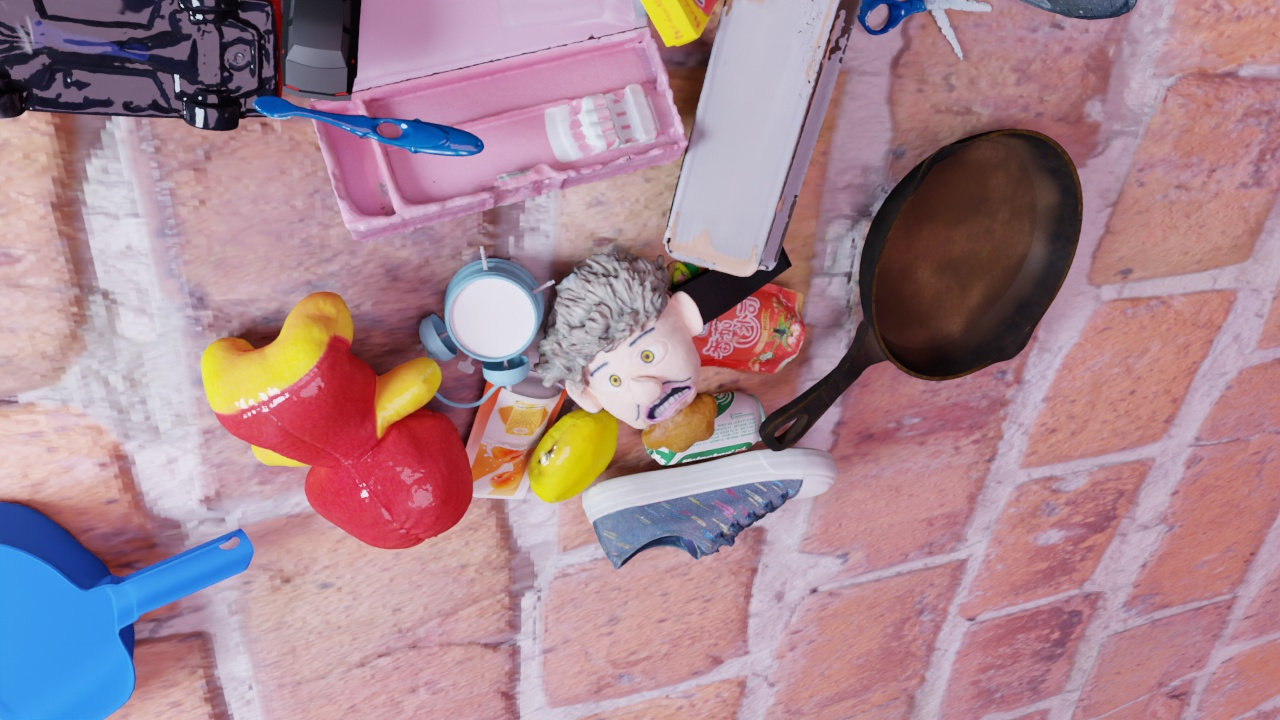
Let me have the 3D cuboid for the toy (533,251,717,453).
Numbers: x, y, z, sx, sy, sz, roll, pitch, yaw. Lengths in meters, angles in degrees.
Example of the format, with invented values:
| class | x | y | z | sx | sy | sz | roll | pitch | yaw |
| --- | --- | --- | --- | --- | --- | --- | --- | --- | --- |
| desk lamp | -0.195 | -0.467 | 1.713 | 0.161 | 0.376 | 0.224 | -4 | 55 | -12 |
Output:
| class | x | y | z | sx | sy | sz | roll | pitch | yaw |
| --- | --- | --- | --- | --- | --- | --- | --- | --- | --- |
| toy | -0.004 | 0.004 | 0.699 | 0.133 | 0.076 | 0.176 | -34 | 109 | 19 |

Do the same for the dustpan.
| class | x | y | z | sx | sy | sz | roll | pitch | yaw |
| --- | --- | --- | --- | --- | --- | --- | --- | --- | --- |
| dustpan | -0.412 | 0.173 | 0.663 | 0.257 | 0.059 | 0.246 | -23 | 125 | -11 |

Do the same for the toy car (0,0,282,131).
| class | x | y | z | sx | sy | sz | roll | pitch | yaw |
| --- | --- | --- | --- | --- | --- | --- | --- | --- | --- |
| toy car | -0.296 | -0.175 | 0.503 | 0.189 | 0.056 | 0.082 | -2 | 121 | -23 |

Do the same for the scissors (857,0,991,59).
| class | x | y | z | sx | sy | sz | roll | pitch | yaw |
| --- | --- | --- | --- | --- | --- | --- | --- | --- | --- |
| scissors | 0.214 | -0.267 | 0.700 | 0.110 | 0.015 | 0.132 | -47 | 130 | 4 |

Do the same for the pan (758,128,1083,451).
| class | x | y | z | sx | sy | sz | roll | pitch | yaw |
| --- | --- | --- | --- | --- | --- | --- | --- | --- | --- |
| pan | 0.235 | -0.051 | 0.803 | 0.356 | 0.043 | 0.249 | -41 | 127 | -2 |

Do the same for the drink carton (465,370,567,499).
| class | x | y | z | sx | sy | sz | roll | pitch | yaw |
| --- | --- | --- | --- | --- | --- | --- | --- | --- | --- |
| drink carton | -0.110 | 0.068 | 0.749 | 0.069 | 0.039 | 0.122 | 7 | 122 | -28 |

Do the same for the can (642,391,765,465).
| class | x | y | z | sx | sy | sz | roll | pitch | yaw |
| --- | --- | --- | --- | --- | --- | --- | --- | --- | --- |
| can | 0.054 | 0.058 | 0.798 | 0.101 | 0.053 | 0.053 | -9 | 122 | -18 |

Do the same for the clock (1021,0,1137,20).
| class | x | y | z | sx | sy | sz | roll | pitch | yaw |
| --- | --- | --- | --- | --- | --- | --- | --- | --- | --- |
| clock | 0.297 | -0.302 | 0.650 | 0.162 | 0.118 | 0.060 | 21 | 98 | -39 |

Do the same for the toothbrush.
| class | x | y | z | sx | sy | sz | roll | pitch | yaw |
| --- | --- | --- | --- | --- | --- | --- | --- | --- | --- |
| toothbrush | -0.159 | -0.139 | 0.545 | 0.132 | 0.016 | 0.021 | 7 | 90 | -17 |

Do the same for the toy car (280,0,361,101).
| class | x | y | z | sx | sy | sz | roll | pitch | yaw |
| --- | --- | --- | --- | --- | --- | --- | --- | --- | --- |
| toy car | -0.182 | -0.196 | 0.523 | 0.042 | 0.036 | 0.092 | 4 | 94 | -14 |

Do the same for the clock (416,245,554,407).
| class | x | y | z | sx | sy | sz | roll | pitch | yaw |
| --- | --- | --- | --- | --- | --- | --- | --- | --- | --- |
| clock | -0.117 | -0.020 | 0.680 | 0.087 | 0.042 | 0.123 | 25 | 106 | -14 |

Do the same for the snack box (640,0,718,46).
| class | x | y | z | sx | sy | sz | roll | pitch | yaw |
| --- | --- | --- | --- | --- | --- | --- | --- | --- | --- |
| snack box | 0.003 | -0.279 | 0.564 | 0.152 | 0.025 | 0.075 | 52 | 49 | -37 |

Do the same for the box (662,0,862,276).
| class | x | y | z | sx | sy | sz | roll | pitch | yaw |
| --- | --- | --- | --- | --- | --- | --- | --- | --- | --- |
| box | 0.079 | -0.172 | 0.648 | 0.107 | 0.094 | 0.217 | 3 | 117 | -24 |

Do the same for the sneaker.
| class | x | y | z | sx | sy | sz | roll | pitch | yaw |
| --- | --- | --- | --- | --- | --- | --- | --- | --- | --- |
| sneaker | 0.068 | 0.134 | 0.817 | 0.235 | 0.079 | 0.088 | -8 | 157 | -14 |

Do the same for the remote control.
| class | x | y | z | sx | sy | sz | roll | pitch | yaw |
| --- | --- | --- | --- | --- | --- | --- | --- | --- | --- |
| remote control | 0.066 | -0.058 | 0.735 | 0.124 | 0.010 | 0.039 | -30 | 103 | -10 |

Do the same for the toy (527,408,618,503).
| class | x | y | z | sx | sy | sz | roll | pitch | yaw |
| --- | --- | --- | --- | --- | --- | --- | --- | --- | --- |
| toy | -0.054 | 0.079 | 0.760 | 0.095 | 0.041 | 0.094 | -57 | 154 | 12 |

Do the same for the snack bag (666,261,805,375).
| class | x | y | z | sx | sy | sz | roll | pitch | yaw |
| --- | --- | --- | --- | --- | --- | --- | --- | --- | --- |
| snack bag | 0.060 | -0.033 | 0.761 | 0.155 | 0.044 | 0.087 | 9 | 102 | -20 |

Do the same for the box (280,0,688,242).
| class | x | y | z | sx | sy | sz | roll | pitch | yaw |
| --- | --- | --- | --- | --- | --- | --- | --- | --- | --- |
| box | -0.097 | -0.187 | 0.592 | 0.232 | 0.059 | 0.179 | -16 | 100 | -13 |

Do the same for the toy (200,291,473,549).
| class | x | y | z | sx | sy | sz | roll | pitch | yaw |
| --- | --- | --- | --- | --- | --- | --- | --- | --- | --- |
| toy | -0.204 | 0.058 | 0.656 | 0.148 | 0.098 | 0.216 | -19 | 128 | 19 |
